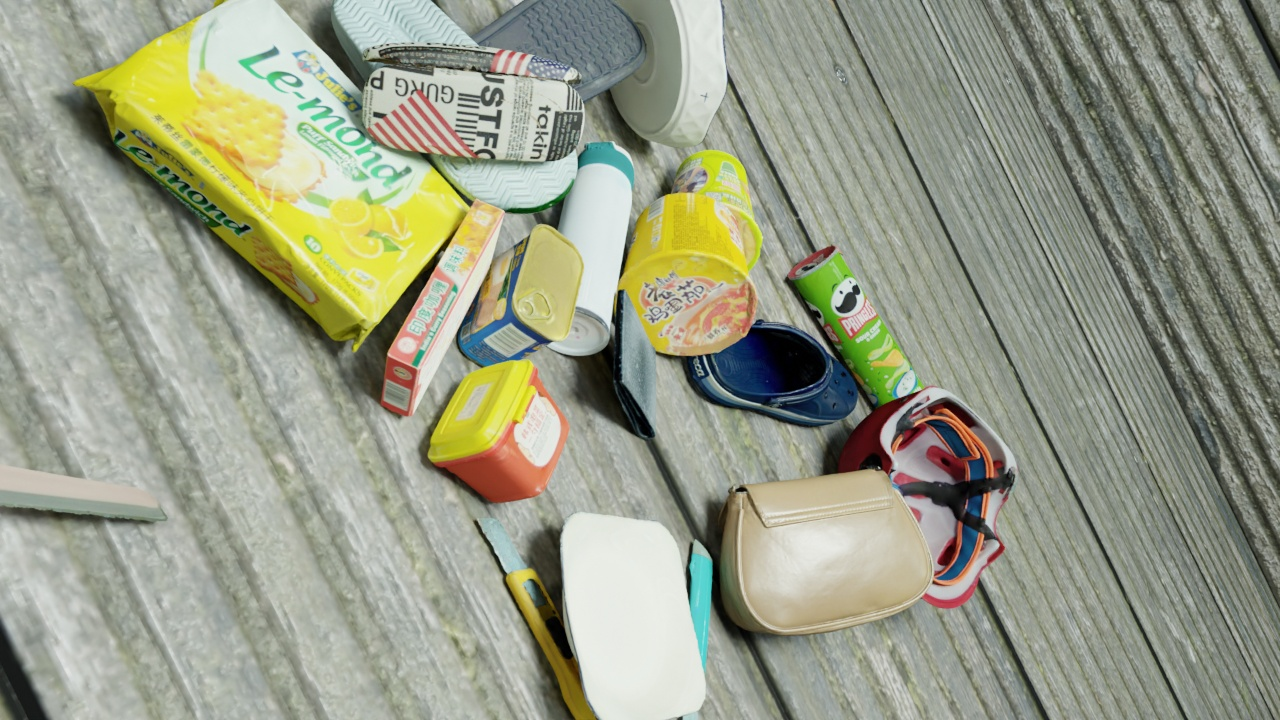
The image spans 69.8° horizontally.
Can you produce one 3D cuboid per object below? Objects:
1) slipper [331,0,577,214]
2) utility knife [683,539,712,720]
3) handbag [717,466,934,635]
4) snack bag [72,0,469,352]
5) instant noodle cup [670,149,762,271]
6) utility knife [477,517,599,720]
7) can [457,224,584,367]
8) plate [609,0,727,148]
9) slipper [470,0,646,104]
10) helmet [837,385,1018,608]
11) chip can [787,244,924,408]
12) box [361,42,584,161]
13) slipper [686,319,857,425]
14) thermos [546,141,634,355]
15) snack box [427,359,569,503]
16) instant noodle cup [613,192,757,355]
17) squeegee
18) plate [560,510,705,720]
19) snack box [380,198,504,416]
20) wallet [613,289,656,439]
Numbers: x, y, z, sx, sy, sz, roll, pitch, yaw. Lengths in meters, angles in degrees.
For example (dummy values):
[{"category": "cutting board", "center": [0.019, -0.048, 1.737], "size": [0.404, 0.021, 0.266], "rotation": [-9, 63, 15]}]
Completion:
[{"category": "slipper", "center": [-0.159, -0.209, 0.751], "size": [0.103, 0.074, 0.245], "rotation": [-41, 84, -23]}, {"category": "utility knife", "center": [0.048, 0.246, 0.812], "size": [0.029, 0.013, 0.182], "rotation": [32, 48, -29]}, {"category": "handbag", "center": [0.170, 0.185, 0.886], "size": [0.204, 0.100, 0.147], "rotation": [-4, 76, -19]}, {"category": "snack bag", "center": [-0.245, -0.133, 0.650], "size": [0.246, 0.068, 0.157], "rotation": [47, 43, -20]}, {"category": "instant noodle cup", "center": [0.076, -0.164, 0.997], "size": [0.111, 0.112, 0.123], "rotation": [37, 39, -29]}, {"category": "utility knife", "center": [-0.071, 0.205, 0.701], "size": [0.033, 0.015, 0.202], "rotation": [-32, 95, -53]}, {"category": "can", "center": [-0.099, -0.049, 0.753], "size": [0.057, 0.083, 0.101], "rotation": [34, 48, -31]}, {"category": "plate", "center": [0.017, -0.322, 0.953], "size": [0.045, 0.205, 0.205], "rotation": [-16, 81, -24]}, {"category": "slipper", "center": [-0.111, -0.271, 0.874], "size": [0.267, 0.083, 0.110], "rotation": [-39, 99, -31]}, {"category": "helmet", "center": [0.305, 0.158, 1.047], "size": [0.207, 0.144, 0.239], "rotation": [34, 65, -23]}, {"category": "chip can", "center": [0.281, -0.032, 1.174], "size": [0.236, 0.072, 0.072], "rotation": [54, 40, -12]}, {"category": "box", "center": [-0.125, -0.201, 0.691], "size": [0.162, 0.076, 0.086], "rotation": [0, 37, -15]}, {"category": "slipper", "center": [0.159, 0.005, 1.004], "size": [0.252, 0.095, 0.105], "rotation": [11, 64, -40]}, {"category": "thermos", "center": [-0.046, -0.112, 0.861], "size": [0.073, 0.073, 0.223], "rotation": [34, 47, -32]}, {"category": "snack box", "center": [-0.102, 0.056, 0.699], "size": [0.080, 0.082, 0.091], "rotation": [51, 41, -30]}, {"category": "instant noodle cup", "center": [0.044, -0.089, 0.903], "size": [0.138, 0.138, 0.109], "rotation": [36, 38, -30]}, {"category": "squeegee", "center": [-0.375, -0.038, 0.479], "size": [0.247, 0.040, 0.249], "rotation": [26, 45, -57]}, {"category": "plate", "center": [-0.014, 0.206, 0.735], "size": [0.164, 0.034, 0.163], "rotation": [21, 52, -52]}, {"category": "snack box", "center": [-0.146, -0.040, 0.686], "size": [0.027, 0.077, 0.155], "rotation": [24, 56, -5]}, {"category": "wallet", "center": [-0.005, 0.005, 0.838], "size": [0.121, 0.019, 0.097], "rotation": [65, 22, -58]}]
